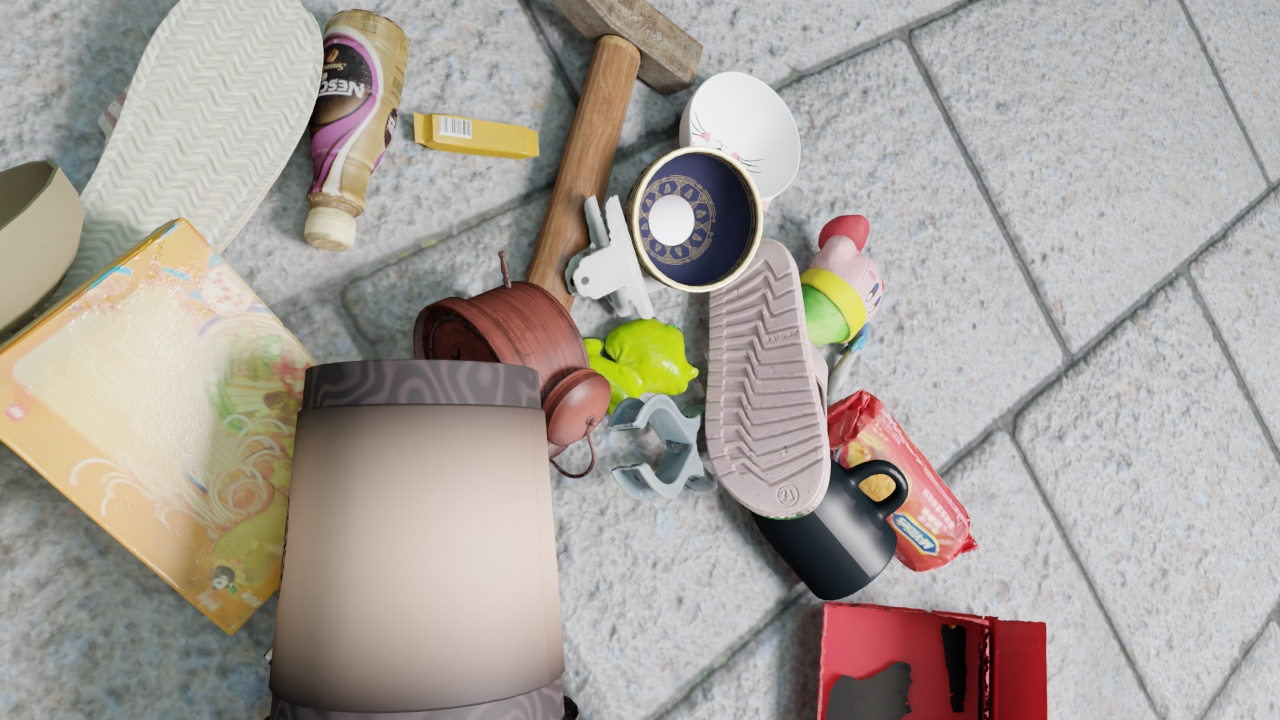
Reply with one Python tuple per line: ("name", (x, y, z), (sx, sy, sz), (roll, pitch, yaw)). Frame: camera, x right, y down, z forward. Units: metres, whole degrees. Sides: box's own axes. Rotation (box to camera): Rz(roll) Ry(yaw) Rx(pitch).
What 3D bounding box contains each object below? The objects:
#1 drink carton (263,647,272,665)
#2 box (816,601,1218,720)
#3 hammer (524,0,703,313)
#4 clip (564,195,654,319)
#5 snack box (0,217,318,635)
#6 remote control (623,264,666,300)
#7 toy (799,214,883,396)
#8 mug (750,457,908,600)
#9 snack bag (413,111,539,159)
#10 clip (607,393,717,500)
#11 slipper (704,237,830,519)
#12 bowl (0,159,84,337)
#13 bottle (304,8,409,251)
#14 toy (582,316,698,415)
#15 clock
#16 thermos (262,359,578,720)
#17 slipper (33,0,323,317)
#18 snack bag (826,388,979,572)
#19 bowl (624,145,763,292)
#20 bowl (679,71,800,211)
("drink carton", (-0.173, 0.210, 0.590), (0.130, 0.040, 0.064), (49, 62, -10))
("box", (0.212, 0.278, 0.616), (0.198, 0.351, 0.216), (4, 77, 11))
("hammer", (-0.048, -0.159, 0.725), (0.157, 0.037, 0.300), (25, 72, -36))
("clip", (-0.025, -0.071, 0.694), (0.056, 0.056, 0.102), (-61, 137, -58))
("snack box", (-0.263, 0.038, 0.541), (0.144, 0.081, 0.195), (-49, 118, -26))
("remote control", (0.028, -0.082, 0.774), (0.130, 0.012, 0.033), (-21, 90, -29))
("toy", (0.162, -0.047, 0.815), (0.131, 0.097, 0.124), (-64, 149, -31))
("mug", (0.160, 0.122, 0.742), (0.094, 0.122, 0.085), (49, 23, -10))
("snack bag", (-0.126, -0.173, 0.707), (0.099, 0.020, 0.026), (0, 84, -28))
("clip", (0.019, 0.047, 0.684), (0.163, 0.028, 0.112), (19, 65, -66))
("slipper", (0.103, 0.015, 0.746), (0.064, 0.094, 0.239), (40, 43, -57))
("bowl", (-0.366, -0.044, 0.494), (0.152, 0.152, 0.050), (-49, 133, -27))
("bottle", (-0.204, -0.158, 0.642), (0.059, 0.060, 0.166), (13, 76, -25))
("toy", (-0.004, 0.004, 0.727), (0.094, 0.036, 0.093), (35, 70, -10))
("clock", (-0.085, 0.016, 0.635), (0.072, 0.121, 0.157), (-30, 86, -37))
("thermos", (-0.120, 0.118, 0.506), (0.172, 0.173, 0.226), (2, 83, -28))
("slipper", (-0.297, -0.127, 0.592), (0.115, 0.052, 0.262), (27, 79, -17))
("snack bag", (0.215, 0.105, 0.798), (0.176, 0.082, 0.082), (50, 62, -10))
("bowl", (0.035, -0.113, 0.737), (0.112, 0.061, 0.112), (-3, 99, -22))
("bowl", (0.079, -0.187, 0.801), (0.114, 0.051, 0.114), (6, 76, -27))
